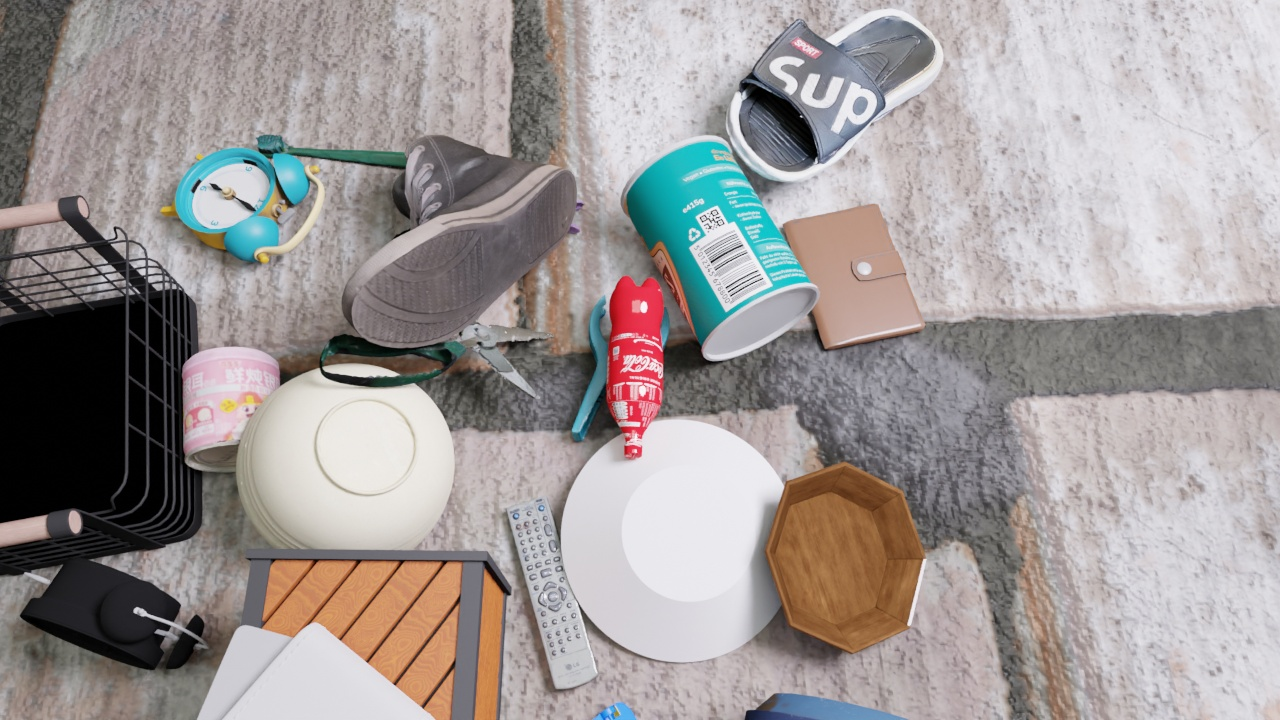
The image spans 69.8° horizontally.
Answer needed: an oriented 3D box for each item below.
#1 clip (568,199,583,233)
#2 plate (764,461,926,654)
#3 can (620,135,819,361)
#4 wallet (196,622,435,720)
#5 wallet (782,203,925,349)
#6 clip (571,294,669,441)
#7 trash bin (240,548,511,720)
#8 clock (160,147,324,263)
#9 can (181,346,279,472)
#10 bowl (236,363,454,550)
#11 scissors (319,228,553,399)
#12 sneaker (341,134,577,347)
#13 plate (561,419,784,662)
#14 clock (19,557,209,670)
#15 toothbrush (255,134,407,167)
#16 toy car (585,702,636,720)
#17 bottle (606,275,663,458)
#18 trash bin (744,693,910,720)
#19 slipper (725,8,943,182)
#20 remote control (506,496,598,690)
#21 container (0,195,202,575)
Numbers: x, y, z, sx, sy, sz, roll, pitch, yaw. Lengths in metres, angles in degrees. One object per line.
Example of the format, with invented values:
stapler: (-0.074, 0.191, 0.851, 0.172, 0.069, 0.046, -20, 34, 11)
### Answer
clip: (-0.074, -0.125, 0.776, 0.050, 0.013, 0.029, 7, 68, 5)
plate: (0.141, 0.138, 0.649, 0.131, 0.025, 0.131, 6, 74, -20)
can: (0.060, -0.087, 0.716, 0.099, 0.099, 0.144, -24, 70, -11)
wallet: (-0.189, 0.201, 0.475, 0.115, 0.038, 0.118, 34, 68, 12)
wallet: (0.176, -0.072, 0.759, 0.087, 0.013, 0.120, -12, 69, -6)
clip: (0.002, 0.008, 0.718, 0.120, 0.030, 0.130, -3, 68, -8)
trash bin: (-0.161, 0.216, 0.566, 0.139, 0.140, 0.171, 1, 68, -1)
clock: (-0.325, -0.131, 0.758, 0.130, 0.044, 0.099, 16, 68, 13)
can: (-0.300, 0.036, 0.675, 0.067, 0.067, 0.076, -9, 69, -5)
bowl: (-0.194, 0.066, 0.632, 0.150, 0.075, 0.150, 9, 68, -24)
scissors: (-0.164, -0.030, 0.683, 0.201, 0.015, 0.205, 43, 35, 22)
sneaker: (-0.158, -0.097, 0.686, 0.120, 0.095, 0.234, 22, 45, 19)
plate: (0.032, 0.123, 0.651, 0.174, 0.036, 0.173, 2, 74, -6)
clock: (-0.343, 0.171, 0.608, 0.121, 0.091, 0.042, 9, 57, 17)
toothbrush: (-0.237, -0.178, 0.791, 0.190, 0.017, 0.016, 5, 67, 1)
toy car: (-0.049, 0.271, 0.616, 0.091, 0.062, 0.033, -17, 64, -40)
bottle: (-0.004, 0.004, 0.680, 0.042, 0.042, 0.141, 2, 65, -1)
trash bin: (0.103, 0.332, 0.528, 0.139, 0.139, 0.249, 13, 66, 4)
slipper: (0.171, -0.242, 0.779, 0.263, 0.063, 0.111, -35, 73, -30)
remote control: (-0.064, 0.165, 0.657, 0.033, 0.013, 0.136, -16, 69, -8)
container: (-0.417, 0.026, 0.642, 0.163, 0.130, 0.241, -10, 68, -6)
